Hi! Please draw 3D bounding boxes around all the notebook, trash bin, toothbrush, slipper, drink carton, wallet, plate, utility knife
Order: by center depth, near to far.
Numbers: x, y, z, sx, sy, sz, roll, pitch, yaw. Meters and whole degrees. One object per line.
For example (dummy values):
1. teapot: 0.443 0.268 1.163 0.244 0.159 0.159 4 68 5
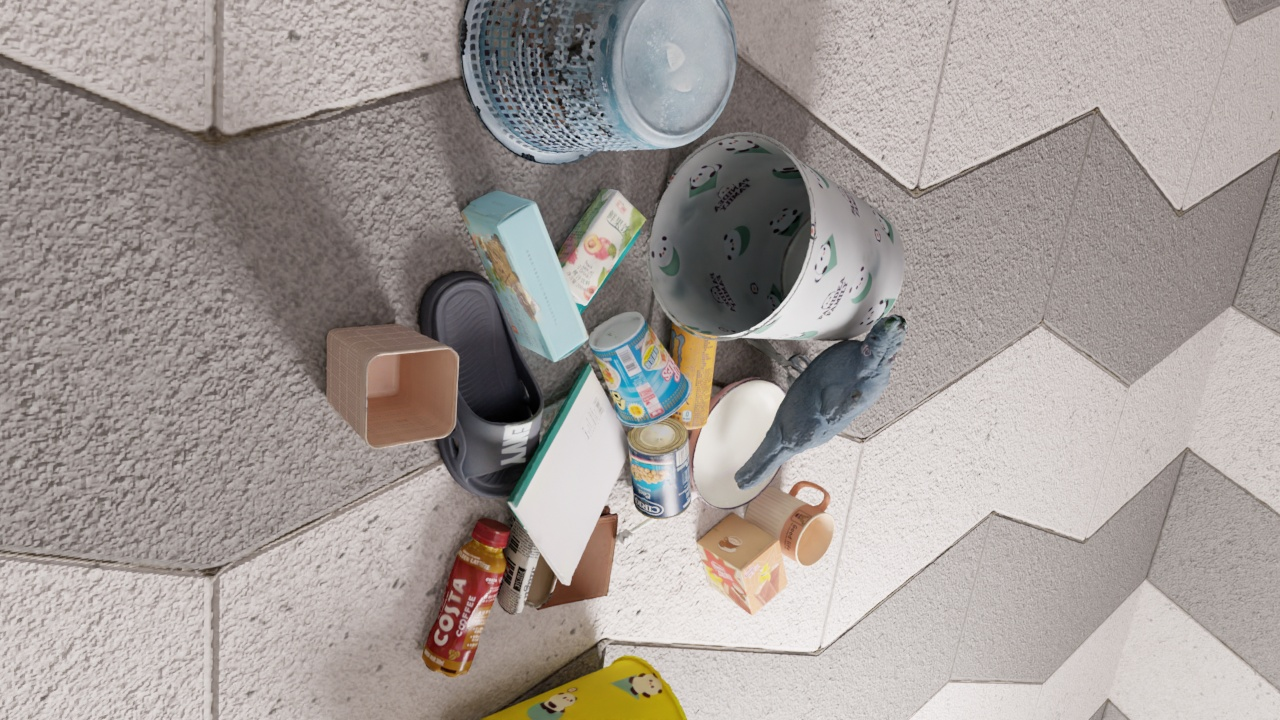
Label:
1. trash bin: -0.024 -0.287 0.866 0.226 0.195 0.227 -17 117 -36
2. slipper: -0.160 0.040 0.961 0.110 0.083 0.268 -25 120 -29
3. drink carton: -0.052 -0.125 1.009 0.053 0.045 0.122 39 78 -31
4. utility knife: -0.049 -0.098 1.045 0.029 0.013 0.174 43 77 -38
5. notebook: -0.073 0.127 1.051 0.208 0.012 0.150 -63 141 -39
6. trash bin: 0.176 -0.126 1.092 0.251 0.230 0.230 7 103 -47
7. trash bin: -0.094 0.509 1.118 0.254 0.230 0.230 -7 111 -33
8. wallet: -0.081 0.247 1.146 0.101 0.032 0.125 -3 108 -37
9. toothbrush: 0.032 0.202 1.212 0.179 0.016 0.016 -24 120 -45
10. plate: 0.131 0.111 1.265 0.192 0.039 0.193 -16 117 -35

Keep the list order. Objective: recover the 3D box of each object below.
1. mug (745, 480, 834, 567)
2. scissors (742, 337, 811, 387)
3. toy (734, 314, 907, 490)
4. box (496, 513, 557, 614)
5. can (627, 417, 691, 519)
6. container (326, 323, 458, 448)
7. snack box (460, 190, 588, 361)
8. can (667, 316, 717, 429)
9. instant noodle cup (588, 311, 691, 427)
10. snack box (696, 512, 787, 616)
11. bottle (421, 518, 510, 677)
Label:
1. mug: 0.226 0.229 1.346 0.081 0.106 0.114 41 79 -42
2. scissors: 0.197 0.000 1.279 0.162 0.014 0.165 -29 96 -53
3. toy: 0.238 0.045 1.162 0.137 0.091 0.358 -38 168 -44
4. box: -0.128 0.213 1.056 0.086 0.076 0.163 -18 127 -77
5. can: 0.024 0.133 1.147 0.075 0.075 0.111 -28 132 -29
6. container: -0.238 0.017 0.863 0.089 0.111 0.090 -8 112 -38
7. snack box: -0.118 -0.086 0.949 0.051 0.074 0.175 -37 127 -25
8. can: 0.063 0.011 1.153 0.058 0.058 0.146 -9 113 -38
9. instant noodle cup: -0.006 0.006 1.074 0.099 0.099 0.110 -41 122 -21
10. snack box: 0.146 0.290 1.312 0.076 0.093 0.094 -34 126 -26
11. bottle: -0.194 0.266 1.037 0.057 0.057 0.175 15 97 -43
